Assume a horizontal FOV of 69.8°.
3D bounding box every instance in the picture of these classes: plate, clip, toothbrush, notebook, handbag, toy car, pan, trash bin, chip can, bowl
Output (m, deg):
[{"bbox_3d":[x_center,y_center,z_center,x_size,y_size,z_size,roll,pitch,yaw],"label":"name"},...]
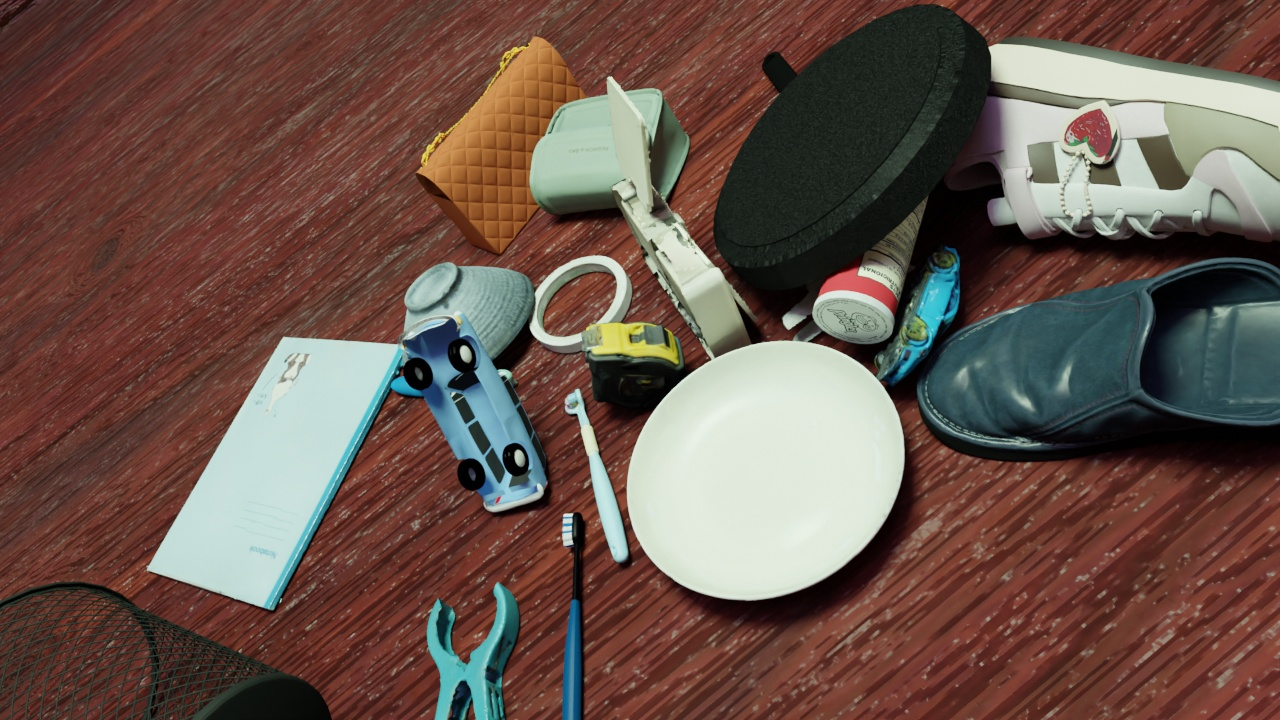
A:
[{"bbox_3d":[0.080,0.072,0.591,0.183,0.034,0.182,-15,51,20],"label":"plate"},{"bbox_3d":[0.136,-0.063,0.654,0.102,0.052,0.059,-35,60,2],"label":"clip"},{"bbox_3d":[-0.044,0.176,0.600,0.014,0.014,0.167,-9,53,10],"label":"toothbrush"},{"bbox_3d":[-0.327,0.088,0.830,0.181,0.009,0.252,4,60,32],"label":"notebook"},{"bbox_3d":[-0.126,-0.203,0.863,0.060,0.109,0.171,24,71,39],"label":"handbag"},{"bbox_3d":[-0.119,0.036,0.671,0.056,0.153,0.054,-20,12,27],"label":"toy car"},{"bbox_3d":[-0.028,-0.184,0.821,0.122,0.067,0.106,1,59,30],"label":"handbag"},{"bbox_3d":[0.128,-0.186,0.693,0.226,0.034,0.355,-45,28,21],"label":"pan"},{"bbox_3d":[-0.331,0.258,0.602,0.210,0.184,0.183,5,60,26],"label":"trash bin"},{"bbox_3d":[-0.129,0.213,0.614,0.120,0.030,0.130,-2,55,23],"label":"clip"},{"bbox_3d":[-0.032,0.080,0.662,0.022,0.016,0.154,-54,38,30],"label":"toothbrush"},{"bbox_3d":[0.171,-0.115,0.629,0.052,0.052,0.214,5,60,32],"label":"chip can"},{"bbox_3d":[0.184,-0.027,0.599,0.032,0.048,0.105,28,64,3],"label":"toy car"},{"bbox_3d":[-0.164,-0.046,0.787,0.137,0.057,0.136,-22,39,19],"label":"bowl"},{"bbox_3d":[-0.161,0.019,0.784,0.135,0.017,0.022,-4,56,31],"label":"toothbrush"}]

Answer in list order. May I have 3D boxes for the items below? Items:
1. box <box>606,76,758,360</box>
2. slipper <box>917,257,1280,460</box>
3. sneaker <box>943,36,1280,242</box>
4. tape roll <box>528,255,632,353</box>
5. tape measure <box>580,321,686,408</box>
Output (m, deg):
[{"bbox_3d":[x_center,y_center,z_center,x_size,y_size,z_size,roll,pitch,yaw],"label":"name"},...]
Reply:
[{"bbox_3d":[0.021,-0.096,0.648,0.044,0.184,0.143,-31,52,-1],"label":"box"},{"bbox_3d":[0.280,-0.009,0.503,0.266,0.083,0.108,-4,56,33],"label":"slipper"},{"bbox_3d":[0.309,-0.108,0.560,0.294,0.111,0.116,37,101,41],"label":"sneaker"},{"bbox_3d":[-0.051,-0.048,0.770,0.093,0.013,0.092,-16,50,19],"label":"tape roll"},{"bbox_3d":[-0.004,0.004,0.665,0.072,0.072,0.042,-8,48,-3],"label":"tape measure"}]
